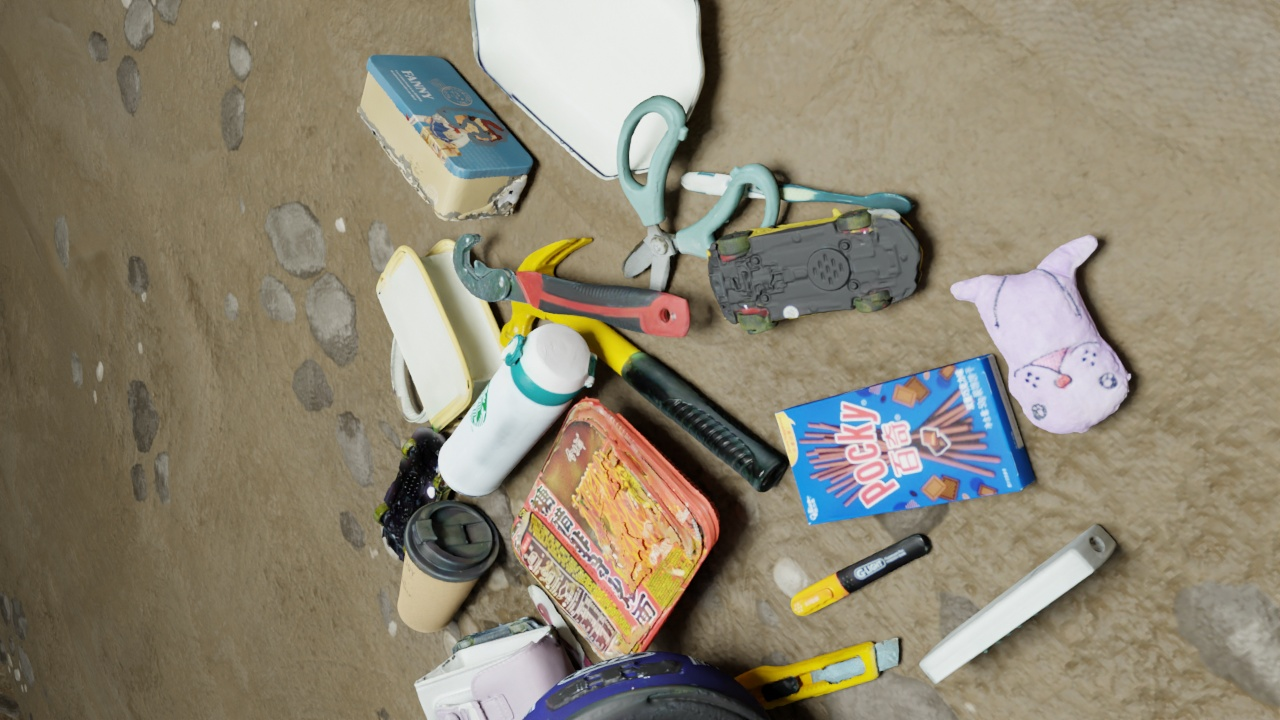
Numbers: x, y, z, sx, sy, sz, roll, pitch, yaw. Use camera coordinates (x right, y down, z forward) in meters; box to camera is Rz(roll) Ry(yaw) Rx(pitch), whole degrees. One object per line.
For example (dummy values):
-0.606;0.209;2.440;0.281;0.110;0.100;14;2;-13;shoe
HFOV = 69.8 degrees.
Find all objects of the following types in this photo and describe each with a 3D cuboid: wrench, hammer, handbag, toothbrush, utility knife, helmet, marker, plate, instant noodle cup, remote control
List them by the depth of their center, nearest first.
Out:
0.229;0.151;0.561;0.019;0.056;0.135;51;125;21;remote control
0.008;0.325;0.637;0.316;0.247;0.240;83;167;-46;helmet
0.104;-0.119;0.646;0.192;0.018;0.016;16;114;40;toothbrush
0.154;0.153;0.652;0.124;0.015;0.018;-40;76;36;marker
0.125;0.238;0.691;0.174;0.015;0.033;-35;78;39;utility knife
-0.042;-0.260;0.730;0.265;0.034;0.162;45;124;25;plate
-0.004;0.004;0.749;0.301;0.032;0.129;38;122;29;hammer
-0.014;0.135;0.749;0.164;0.078;0.189;44;124;25;instant noodle cup
-0.067;-0.058;0.758;0.274;0.016;0.056;18;111;38;wrench
-0.102;0.356;0.837;0.145;0.098;0.197;-25;88;21;handbag
-0.053;0.286;0.851;0.187;0.017;0.016;50;125;21;toothbrush
-0.205;-0.013;0.903;0.179;0.063;0.163;-36;75;48;handbag

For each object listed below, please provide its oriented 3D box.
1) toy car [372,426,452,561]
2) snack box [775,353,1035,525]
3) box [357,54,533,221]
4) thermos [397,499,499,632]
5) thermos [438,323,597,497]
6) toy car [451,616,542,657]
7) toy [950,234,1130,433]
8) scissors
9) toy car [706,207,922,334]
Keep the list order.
-0.230;0.140;0.958;0.070;0.042;0.158;39;115;29;toy car
0.170;0.056;0.613;0.158;0.026;0.084;-20;85;41;snack box
-0.180;-0.205;0.822;0.184;0.089;0.062;50;132;20;box
-0.200;0.209;0.920;0.093;0.092;0.144;47;132;24;thermos
-0.112;0.045;0.793;0.073;0.073;0.225;60;140;15;thermos
-0.136;0.290;0.911;0.121;0.036;0.054;-25;85;30;toy car
0.241;-0.010;0.533;0.084;0.038;0.108;-25;80;32;toy
0.017;-0.121;0.688;0.169;0.019;0.178;52;138;-6;scissors
0.115;-0.062;0.622;0.156;0.041;0.071;-7;108;34;toy car
